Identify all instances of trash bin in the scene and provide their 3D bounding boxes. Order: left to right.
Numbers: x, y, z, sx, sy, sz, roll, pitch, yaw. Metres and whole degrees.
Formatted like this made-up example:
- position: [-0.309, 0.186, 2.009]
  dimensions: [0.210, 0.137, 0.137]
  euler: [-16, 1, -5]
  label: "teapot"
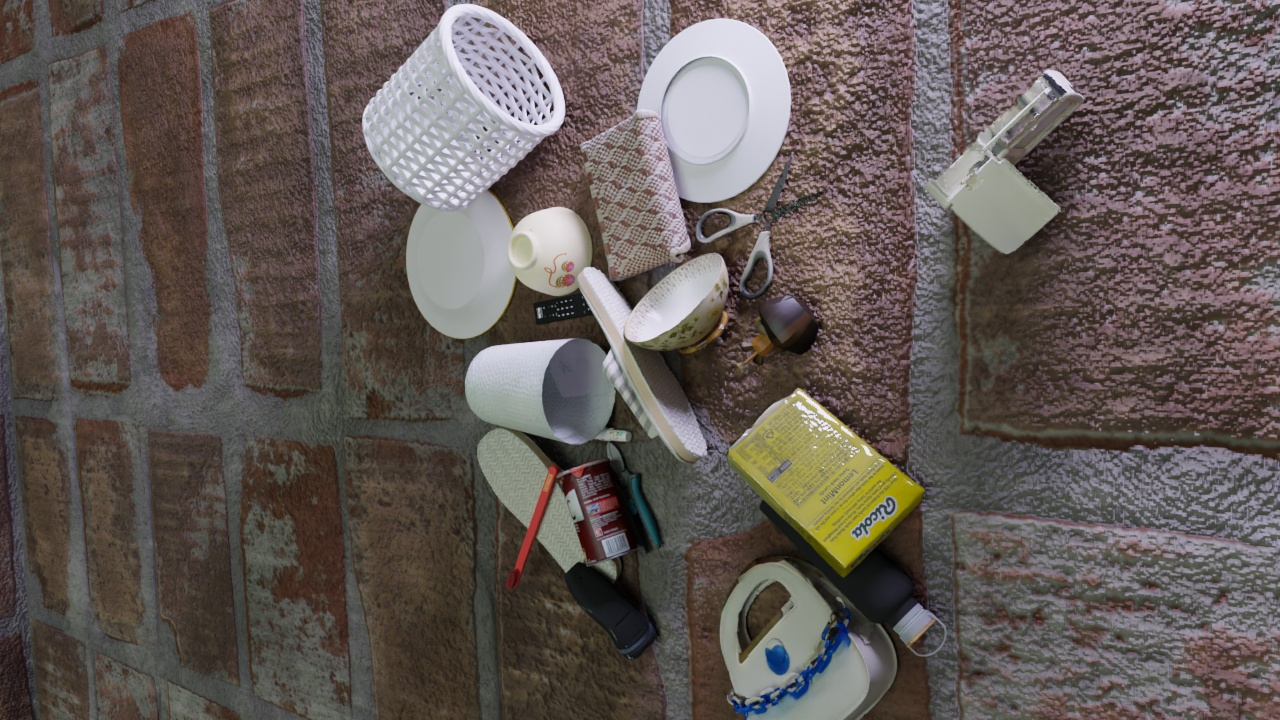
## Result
- position: [-0.135, 0.035, 1.188]
  dimensions: [0.162, 0.133, 0.133]
  euler: [3, 96, 40]
  label: "trash bin"

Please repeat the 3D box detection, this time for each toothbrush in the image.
- position: [-0.146, 0.225, 1.217]
  dimensions: [0.012, 0.017, 0.213]
  euler: [31, 119, 19]
  label: "toothbrush"

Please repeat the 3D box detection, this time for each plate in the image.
- position: [-0.267, -0.145, 1.324]
  dimensions: [0.230, 0.021, 0.230]
  euler: [4, 97, 35]
  label: "plate"
- position: [0.077, -0.289, 1.067]
  dimensions: [0.209, 0.015, 0.208]
  euler: [4, 97, 35]
  label: "plate"

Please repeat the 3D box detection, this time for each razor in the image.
- position: [-0.042, 0.319, 1.179]
  dimensions: [0.140, 0.052, 0.064]
  euler: [45, 157, 12]
  label: "razor"

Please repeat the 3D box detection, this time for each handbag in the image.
- position: [-0.005, -0.197, 1.115]
  dimensions: [0.124, 0.046, 0.186]
  euler: [-15, 88, 45]
  label: "handbag"
- position: [0.165, 0.320, 1.023]
  dimensions: [0.199, 0.092, 0.201]
  euler: [49, 121, 29]
  label: "handbag"

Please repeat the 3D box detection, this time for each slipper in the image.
- position: [-0.119, 0.198, 1.236]
  dimensions: [0.263, 0.052, 0.115]
  euler: [50, 124, 9]
  label: "slipper"
- position: [-0.006, 0.006, 1.102]
  dimensions: [0.054, 0.114, 0.272]
  euler: [-33, 75, 15]
  label: "slipper"

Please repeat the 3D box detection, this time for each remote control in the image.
- position: [-0.087, -0.071, 1.209]
  dimensions: [0.140, 0.009, 0.030]
  euler: [-8, 90, 36]
  label: "remote control"

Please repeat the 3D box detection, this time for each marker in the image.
- position: [-0.074, 0.094, 1.212]
  dimensions: [0.146, 0.017, 0.017]
  euler: [3, 96, 36]
  label: "marker"

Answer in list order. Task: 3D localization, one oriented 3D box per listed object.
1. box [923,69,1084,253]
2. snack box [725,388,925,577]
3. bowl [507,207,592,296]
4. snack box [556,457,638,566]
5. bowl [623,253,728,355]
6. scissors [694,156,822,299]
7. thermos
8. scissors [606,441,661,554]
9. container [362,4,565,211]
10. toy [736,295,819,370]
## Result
- position: [0.329, -0.165, 0.799]
  dimensions: [0.099, 0.183, 0.144]
  euler: [52, 124, 14]
  label: "box"
- position: [0.190, 0.124, 0.973]
  dimensions: [0.121, 0.045, 0.181]
  euler: [-41, 63, -13]
  label: "snack box"
- position: [-0.131, -0.142, 1.195]
  dimensions: [0.118, 0.073, 0.118]
  euler: [4, 97, 35]
  label: "bowl"
- position: [-0.054, 0.190, 1.154]
  dimensions: [0.072, 0.072, 0.121]
  euler: [-25, 80, 35]
  label: "snack box"
- position: [0.056, -0.053, 1.057]
  dimensions: [0.146, 0.144, 0.063]
  euler: [-27, 117, 34]
  label: "bowl"
- position: [0.131, -0.148, 1.042]
  dimensions: [0.171, 0.012, 0.157]
  euler: [3, 99, 36]
  label: "scissors"
- position: [0.229, 0.219, 0.979]
  dimensions: [0.231, 0.061, 0.061]
  euler: [45, 118, 24]
  label: "thermos"
- position: [-0.007, 0.173, 1.172]
  dimensions: [0.139, 0.019, 0.136]
  euler: [17, 102, 35]
  label: "scissors"
- position: [-0.227, -0.318, 1.177]
  dimensions: [0.187, 0.188, 0.189]
  euler: [-32, 76, 35]
  label: "container"
- position: [0.147, -0.026, 1.015]
  dimensions: [0.100, 0.062, 0.076]
  euler: [-41, 107, 16]
  label: "toy"
